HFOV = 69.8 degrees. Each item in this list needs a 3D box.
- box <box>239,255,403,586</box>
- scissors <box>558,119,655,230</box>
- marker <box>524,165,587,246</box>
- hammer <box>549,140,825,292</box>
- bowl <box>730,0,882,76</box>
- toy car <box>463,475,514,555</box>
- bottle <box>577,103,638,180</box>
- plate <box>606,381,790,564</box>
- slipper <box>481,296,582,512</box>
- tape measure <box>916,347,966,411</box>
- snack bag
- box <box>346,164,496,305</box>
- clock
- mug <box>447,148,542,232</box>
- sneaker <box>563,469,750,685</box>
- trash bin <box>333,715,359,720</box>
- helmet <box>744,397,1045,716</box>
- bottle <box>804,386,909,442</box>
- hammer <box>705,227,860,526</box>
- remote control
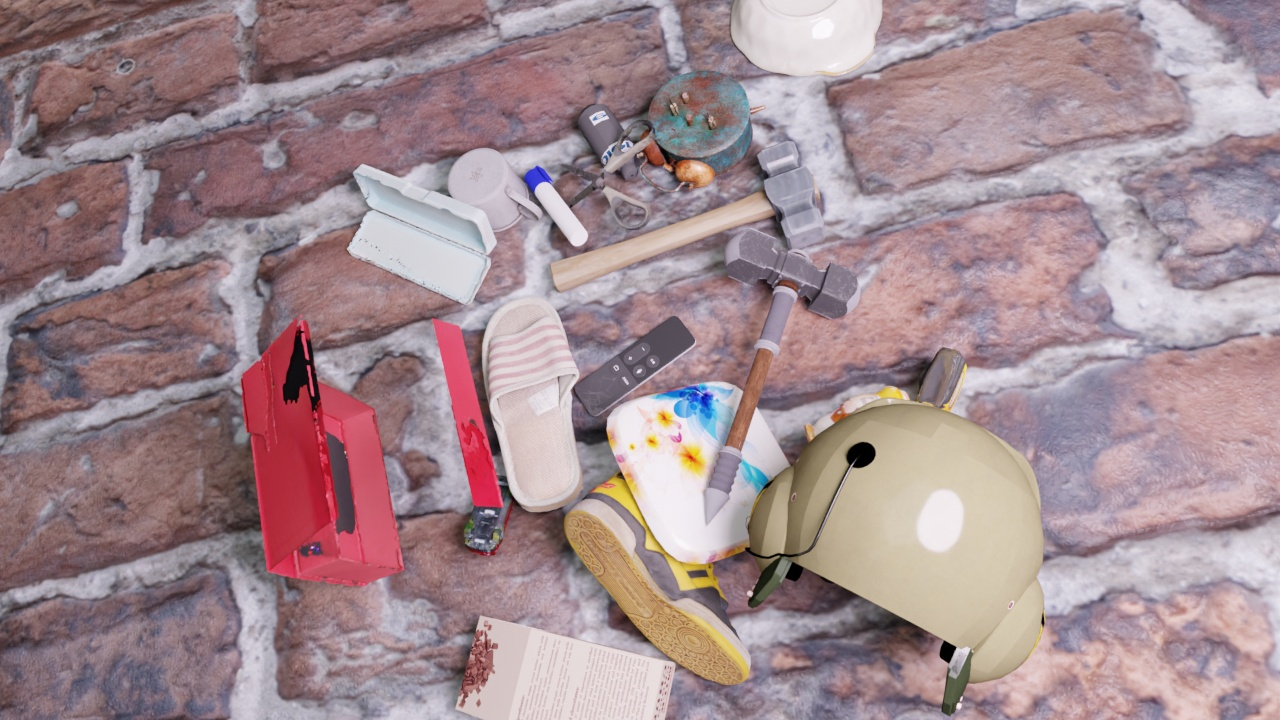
[{"bbox_3d":[-0.336,0.091,0.899,0.124,0.379,0.211,-13,67,-9],"label":"box"},{"bbox_3d":[-0.035,-0.217,1.085,0.170,0.012,0.158,43,107,32],"label":"scissors"},{"bbox_3d":[-0.102,-0.188,1.111,0.027,0.023,0.133,-49,53,17],"label":"marker"},{"bbox_3d":[0.049,-0.148,1.068,0.323,0.051,0.117,-18,68,9],"label":"hammer"},{"bbox_3d":[0.201,-0.446,1.128,0.188,0.060,0.219,-35,68,0],"label":"bowl"},{"bbox_3d":[-0.163,0.169,1.008,0.042,0.036,0.091,9,62,8],"label":"toy car"},{"bbox_3d":[-0.037,-0.267,1.128,0.047,0.047,0.112,-31,68,1],"label":"bottle"},{"bbox_3d":[0.071,0.104,0.930,0.186,0.016,0.187,-13,63,-32],"label":"plate"},{"bbox_3d":[-0.120,0.038,1.028,0.115,0.052,0.262,-14,63,4],"label":"slipper"},{"bbox_3d":[0.305,0.024,0.937,0.037,0.064,0.065,21,85,26],"label":"tape measure"},{"bbox_3d":[-0.079,0.325,0.917,0.206,0.070,0.094,9,73,16],"label":"snack bag"},{"bbox_3d":[-0.277,-0.158,1.133,0.197,0.078,0.122,23,97,21],"label":"box"},{"bbox_3d":[0.062,-0.270,1.092,0.121,0.073,0.157,37,83,22],"label":"clock"},{"bbox_3d":[-0.175,-0.205,1.126,0.113,0.070,0.084,21,77,21],"label":"mug"},{"bbox_3d":[0.038,0.206,0.927,0.238,0.086,0.121,48,46,-4],"label":"sneaker"},{"bbox_3d":[-0.281,0.465,0.872,0.156,0.156,0.183,-46,70,-5],"label":"trash bin"},{"bbox_3d":[0.229,0.150,0.795,0.250,0.255,0.232,25,82,17],"label":"helmet"},{"bbox_3d":[0.225,0.067,0.941,0.109,0.063,0.063,-17,68,8],"label":"bottle"},{"bbox_3d":[0.119,0.020,0.940,0.156,0.043,0.321,22,65,-1],"label":"hammer"},{"bbox_3d":[-0.006,0.006,1.045,0.146,0.008,0.045,-36,67,-1],"label":"remote control"}]
